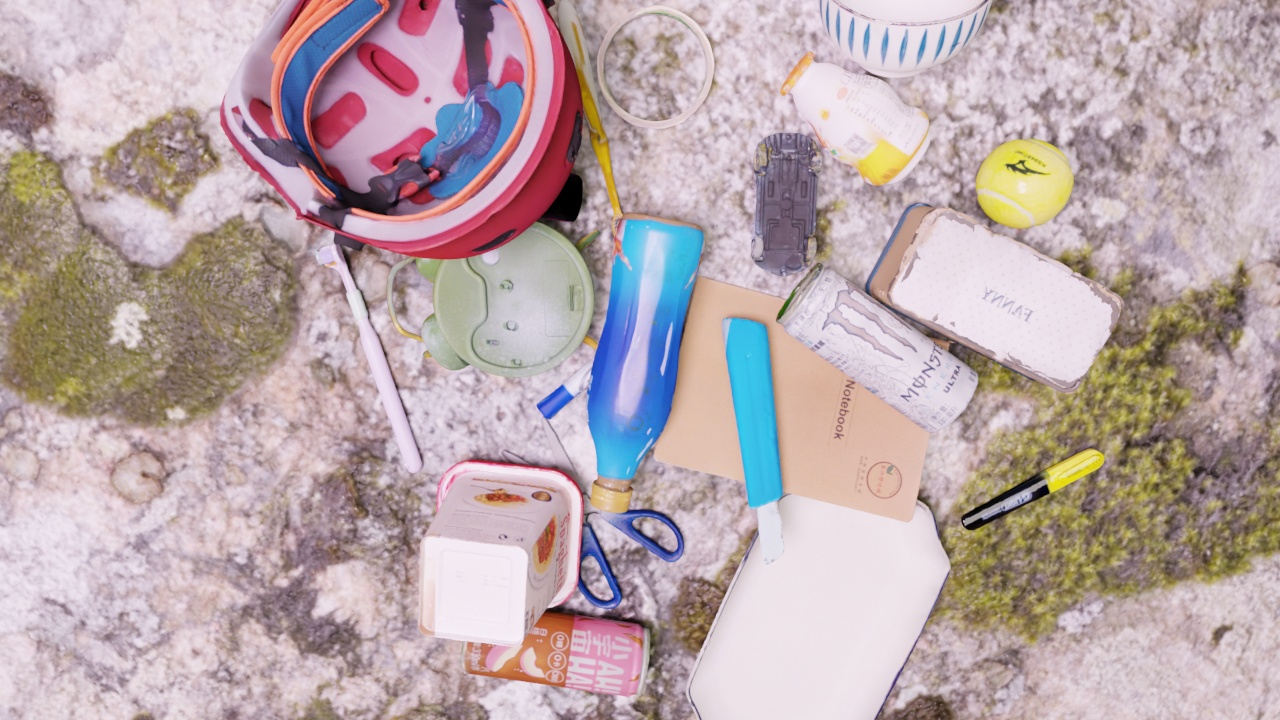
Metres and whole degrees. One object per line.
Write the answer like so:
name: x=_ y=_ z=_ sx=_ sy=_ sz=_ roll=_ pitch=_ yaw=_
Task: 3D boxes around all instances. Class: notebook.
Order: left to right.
notebook: x=0.127 y=0.030 z=0.710 sx=0.207 sy=0.008 sz=0.147 roll=15 pitch=84 yaw=-4

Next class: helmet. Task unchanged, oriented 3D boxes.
helmet: x=-0.128 y=-0.159 z=0.599 sx=0.240 sy=0.144 sz=0.207 roll=40 pitch=97 yaw=20

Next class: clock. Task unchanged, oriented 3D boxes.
clock: x=-0.109 y=-0.048 z=0.684 sx=0.161 sy=0.056 sz=0.116 roll=-1 pitch=101 yaw=-1

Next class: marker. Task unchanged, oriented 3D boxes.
marker: x=-0.022 y=-0.005 z=0.715 sx=0.146 sy=0.017 sz=0.017 roll=-40 pitch=100 yaw=6
marker: x=0.319 y=0.106 z=0.748 sx=0.124 sy=0.015 sz=0.018 roll=-29 pitch=98 yaw=6

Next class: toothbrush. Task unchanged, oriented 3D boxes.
toothbrush: x=-0.207 y=0.001 z=0.711 sx=0.021 sy=0.029 sz=0.189 roll=-27 pitch=105 yaw=-35
toothbrush: x=-0.032 y=-0.170 z=0.680 sx=0.016 sy=0.018 sz=0.191 roll=-14 pitch=102 yaw=0

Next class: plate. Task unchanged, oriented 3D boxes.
plate: x=0.142 y=0.214 z=0.756 sx=0.162 sy=0.034 sz=0.266 roll=21 pitch=101 yaw=-5

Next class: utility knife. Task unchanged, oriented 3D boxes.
utility knife: x=0.088 y=0.059 z=0.689 sx=0.034 sy=0.018 sz=0.187 roll=-7 pitch=86 yaw=5

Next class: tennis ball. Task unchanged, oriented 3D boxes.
tennis ball: x=0.281 y=-0.129 z=0.672 sx=0.065 sy=0.065 sz=0.065 roll=0 pitch=102 yaw=-2

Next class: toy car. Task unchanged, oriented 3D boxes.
toy car: x=0.107 y=-0.116 z=0.688 sx=0.049 sy=0.031 sz=0.105 roll=1 pitch=100 yaw=-1

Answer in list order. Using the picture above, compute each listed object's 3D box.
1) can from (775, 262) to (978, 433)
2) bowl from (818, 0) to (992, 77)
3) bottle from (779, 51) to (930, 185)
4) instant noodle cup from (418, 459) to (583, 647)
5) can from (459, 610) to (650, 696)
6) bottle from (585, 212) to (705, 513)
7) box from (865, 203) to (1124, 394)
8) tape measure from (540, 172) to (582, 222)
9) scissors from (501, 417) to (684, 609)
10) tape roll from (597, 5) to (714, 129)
can: x=0.176 y=-0.009 z=0.684 sx=0.146 sy=0.058 sz=0.058 roll=35 pitch=98 yaw=-1
bowl: x=0.180 y=-0.241 z=0.636 sx=0.116 sy=0.116 sz=0.066 roll=-8 pitch=145 yaw=0
bottle: x=0.153 y=-0.176 z=0.660 sx=0.108 sy=0.063 sz=0.063 roll=34 pitch=99 yaw=-8
instant noodle cup: x=-0.108 y=0.146 z=0.683 sx=0.117 sy=0.124 sz=0.116 roll=5 pitch=103 yaw=5
can: x=-0.068 y=0.233 z=0.742 sx=0.147 sy=0.058 sz=0.058 roll=9 pitch=101 yaw=-4
bottle: x=-0.004 y=0.004 z=0.673 sx=0.065 sy=0.065 sz=0.219 roll=11 pitch=97 yaw=-4
box: x=0.260 y=-0.050 z=0.693 sx=0.184 sy=0.061 sz=0.090 roll=28 pitch=99 yaw=-5
tape measure: x=-0.071 y=-0.124 z=0.669 sx=0.057 sy=0.057 sz=0.039 roll=15 pitch=100 yaw=38
scissors: x=-0.043 y=0.130 z=0.746 sx=0.163 sy=0.012 sz=0.161 roll=13 pitch=101 yaw=-2
tape roll: x=0.011 y=-0.215 z=0.674 sx=0.086 sy=0.014 sz=0.086 roll=0 pitch=102 yaw=-2
